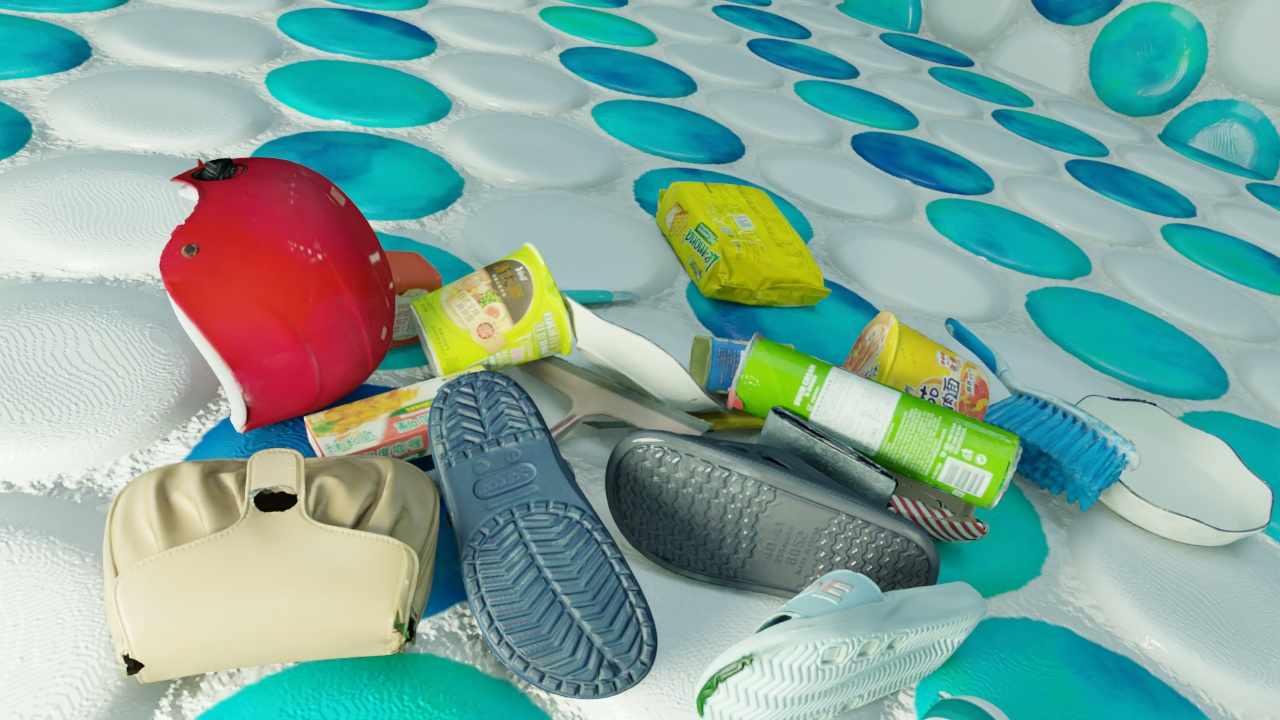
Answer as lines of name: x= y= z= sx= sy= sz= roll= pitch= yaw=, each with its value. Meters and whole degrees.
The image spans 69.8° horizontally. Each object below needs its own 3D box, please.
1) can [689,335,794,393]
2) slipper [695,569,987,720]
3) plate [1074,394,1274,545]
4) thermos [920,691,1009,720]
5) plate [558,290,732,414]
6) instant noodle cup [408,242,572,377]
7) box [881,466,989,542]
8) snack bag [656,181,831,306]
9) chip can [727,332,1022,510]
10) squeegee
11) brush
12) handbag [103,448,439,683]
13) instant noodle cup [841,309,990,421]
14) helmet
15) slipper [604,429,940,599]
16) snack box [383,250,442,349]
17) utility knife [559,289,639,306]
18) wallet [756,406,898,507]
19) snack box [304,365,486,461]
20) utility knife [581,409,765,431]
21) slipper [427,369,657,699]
can: x=0.096 y=0.006 z=0.900 sx=0.083 sy=0.057 sz=0.102 roll=7 pitch=2 yaw=-6
slipper: x=0.142 y=0.189 z=0.637 sx=0.245 sy=0.104 sz=0.074 roll=-3 pitch=40 yaw=-33
plate: x=0.537 y=0.114 z=0.948 sx=0.205 sy=0.046 sz=0.204 roll=11 pitch=32 yaw=-7
thermos: x=0.155 y=0.277 z=0.540 sx=0.223 sy=0.073 sz=0.073 roll=-20 pitch=47 yaw=-42
plate: x=-0.005 y=0.005 z=0.843 sx=0.164 sy=0.034 sz=0.164 roll=30 pitch=-8 yaw=37
instant noodle cup: x=-0.140 y=-0.035 z=0.836 sx=0.123 sy=0.112 sz=0.111 roll=-22 pitch=45 yaw=-16
box: x=0.222 y=0.107 z=0.806 sx=0.162 sy=0.076 sz=0.086 roll=12 pitch=64 yaw=4
snack bag: x=0.124 y=-0.153 z=1.164 sx=0.158 sy=0.068 sz=0.246 roll=0 pitch=37 yaw=-20
chip can: x=0.194 y=0.051 z=0.781 sx=0.236 sy=0.072 sz=0.072 roll=22 pitch=34 yaw=13
squeegee: x=-0.115 y=0.074 z=0.761 sx=0.248 sy=0.040 sz=0.248 roll=-25 pitch=34 yaw=-37
brush: x=0.391 y=0.041 z=0.969 sx=0.109 sy=0.060 sz=0.314 roll=-31 pitch=33 yaw=-10
handbag: x=-0.231 y=0.122 z=0.588 sx=0.204 sy=0.100 sz=0.147 roll=-2 pitch=39 yaw=-18
instant noodle cup: x=0.259 y=0.036 z=0.884 sx=0.110 sy=0.138 sz=0.137 roll=22 pitch=33 yaw=-4
helmet: x=-0.273 y=-0.068 z=0.736 sx=0.144 sy=0.207 sz=0.239 roll=-12 pitch=45 yaw=-9
slipper: x=0.099 y=0.124 z=0.727 sx=0.268 sy=0.111 sz=0.083 roll=19 pitch=17 yaw=-2
snack box: x=-0.236 y=-0.057 z=0.865 sx=0.080 sy=0.091 sz=0.082 roll=-9 pitch=39 yaw=-42
utility knife: x=-0.085 y=-0.066 z=1.003 sx=0.182 sy=0.013 sz=0.029 roll=-5 pitch=41 yaw=-25
wallet: x=0.144 y=0.105 z=0.761 sx=0.121 sy=0.097 sz=0.019 roll=31 pitch=35 yaw=24
snack box: x=-0.185 y=0.049 z=0.747 sx=0.155 sy=0.027 sz=0.077 roll=-18 pitch=31 yaw=-26
utility knife: x=0.042 y=0.059 z=0.865 sx=0.201 sy=0.015 sz=0.033 roll=-1 pitch=14 yaw=-21
slipper: x=-0.081 y=0.125 z=0.650 sx=0.105 sy=0.095 sz=0.252 roll=-25 pitch=68 yaw=-13
